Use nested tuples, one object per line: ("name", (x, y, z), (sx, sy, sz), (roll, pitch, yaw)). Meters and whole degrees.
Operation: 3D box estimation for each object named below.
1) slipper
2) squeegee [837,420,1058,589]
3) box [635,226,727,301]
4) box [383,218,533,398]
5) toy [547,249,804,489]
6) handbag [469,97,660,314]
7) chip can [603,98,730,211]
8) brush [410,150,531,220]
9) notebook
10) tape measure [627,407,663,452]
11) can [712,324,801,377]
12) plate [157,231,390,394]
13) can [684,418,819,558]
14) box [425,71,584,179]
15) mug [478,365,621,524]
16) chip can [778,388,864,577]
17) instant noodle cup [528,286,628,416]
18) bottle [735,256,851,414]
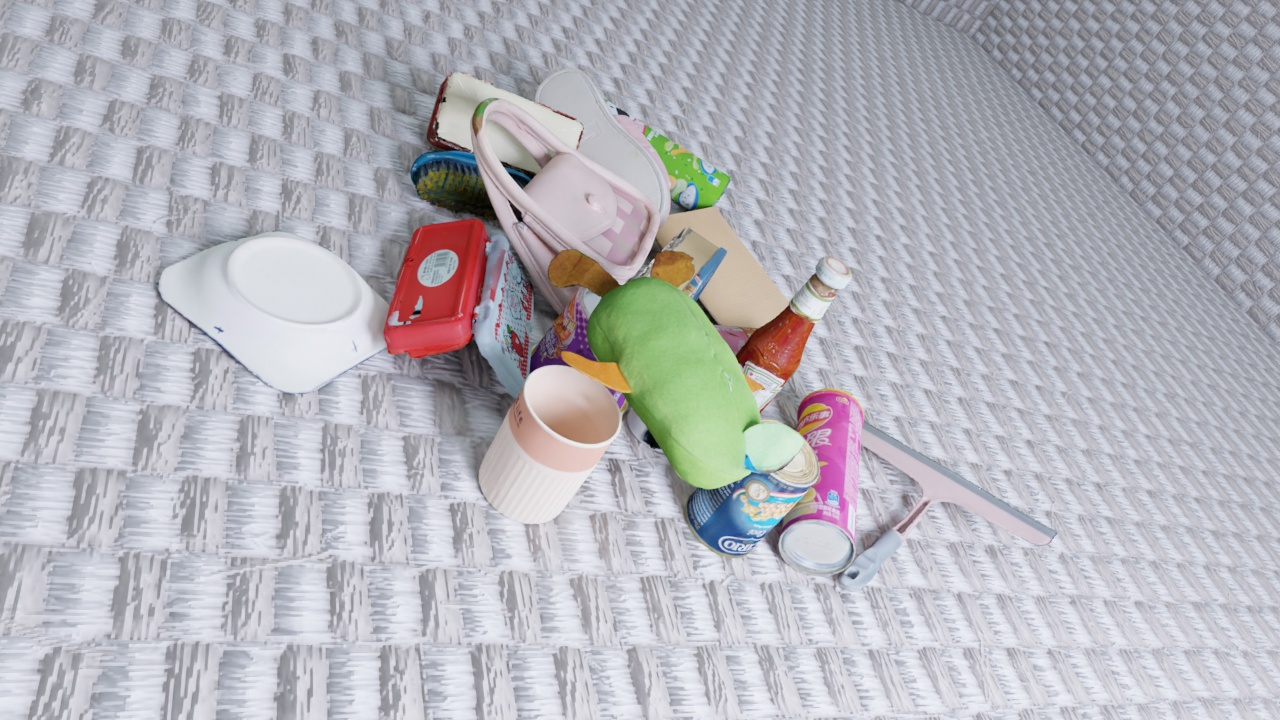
("slipper", (-0.048, -0.256, 1.146), (0.274, 0.114, 0.054), (57, 7, 24))
("squeegee", (0.260, 0.174, 0.932), (0.248, 0.040, 0.248), (33, 37, 27))
("box", (0.030, -0.076, 0.997), (0.060, 0.090, 0.183), (36, 42, 5))
("box", (-0.158, -0.047, 0.852), (0.119, 0.098, 0.201), (-9, 35, 2))
("toy", (0.024, 0.002, 0.750), (0.226, 0.090, 0.246), (3, 48, -40))
("handbag", (-0.091, -0.174, 0.964), (0.234, 0.094, 0.192), (47, 30, -15))
("chip can", (0.008, -0.279, 1.241), (0.236, 0.072, 0.072), (31, 35, -5))
("brush", (-0.182, -0.197, 1.005), (0.143, 0.055, 0.073), (7, 43, -32))
("notebook", (0.108, -0.102, 1.139), (0.149, 0.012, 0.211), (-19, 68, -47))
("tape measure", (0.022, 0.057, 0.886), (0.066, 0.034, 0.065), (13, 38, -27))
("can", (0.109, -0.008, 1.011), (0.147, 0.058, 0.058), (3, 46, -36))
("plate", (-0.291, -0.056, 0.771), (0.163, 0.034, 0.163), (38, 34, 6))
("can", (0.098, 0.113, 0.811), (0.075, 0.111, 0.075), (21, 37, -17))
("box", (-0.154, -0.266, 1.060), (0.168, 0.091, 0.076), (17, -1, -23))
("mug", (-0.069, 0.062, 0.744), (0.081, 0.106, 0.114), (36, 35, 3))
("chip can", (0.182, 0.115, 0.912), (0.071, 0.072, 0.210), (30, 36, -5))
("instant noodle cup", (-0.041, -0.013, 0.863), (0.111, 0.099, 0.111), (21, 36, -16))
("bottle", (0.138, -0.017, 0.915), (0.059, 0.207, 0.059), (21, 36, -16))
